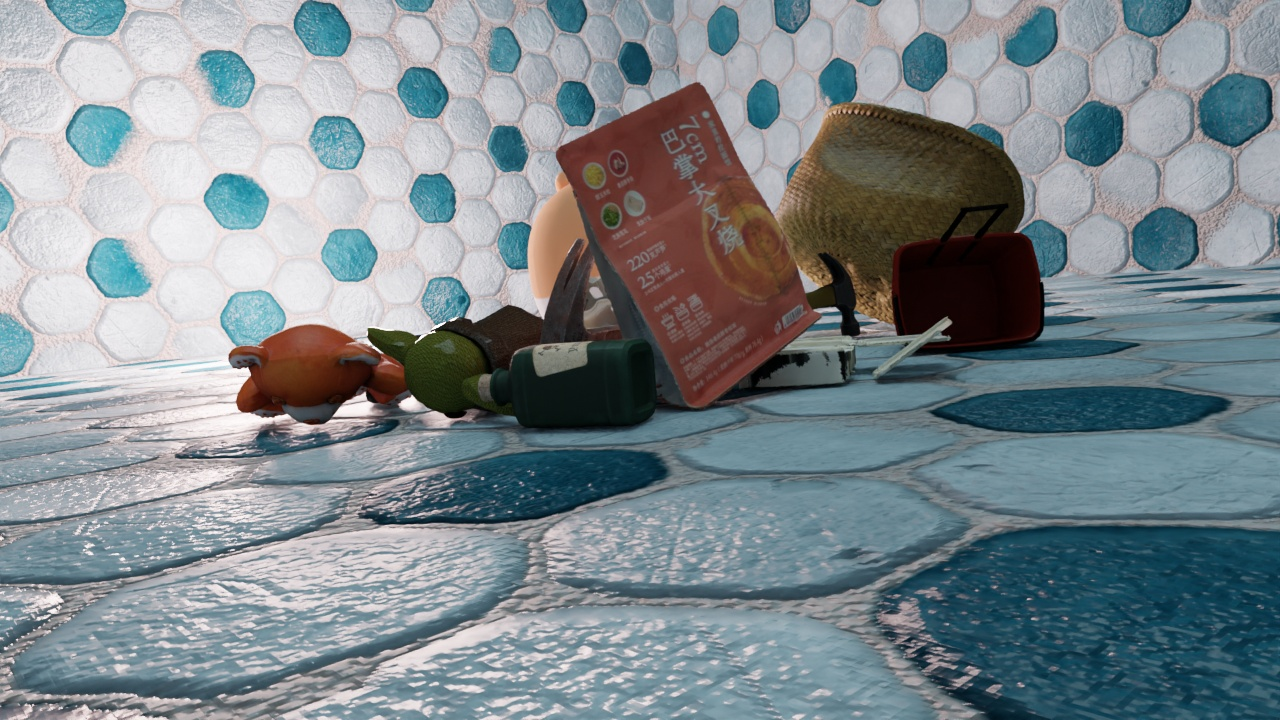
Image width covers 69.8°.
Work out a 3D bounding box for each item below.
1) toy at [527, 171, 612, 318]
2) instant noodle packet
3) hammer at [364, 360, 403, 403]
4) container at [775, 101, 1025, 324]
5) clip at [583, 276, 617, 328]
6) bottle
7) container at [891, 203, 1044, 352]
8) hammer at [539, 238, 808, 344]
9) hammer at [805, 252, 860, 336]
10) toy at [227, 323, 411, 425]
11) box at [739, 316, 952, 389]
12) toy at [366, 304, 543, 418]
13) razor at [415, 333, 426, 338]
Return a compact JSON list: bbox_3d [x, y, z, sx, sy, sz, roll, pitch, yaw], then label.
[{"bbox_3d":[-0.033,-0.148,1.318,0.265,0.281,0.263,-29,14,-22],"label":"toy"},{"bbox_3d":[0.037,-0.094,0.733,0.164,0.221,0.084,-34,21,-30],"label":"instant noodle packet"},{"bbox_3d":[-0.302,0.019,1.094,0.130,0.032,0.319,-6,6,-13],"label":"hammer"},{"bbox_3d":[0.343,-0.183,1.258,0.307,0.196,0.307,31,-9,5],"label":"container"},{"bbox_3d":[-0.065,-0.046,1.110,0.152,0.095,0.126,-9,-30,17],"label":"clip"},{"bbox_3d":[-0.059,0.018,0.681,0.131,0.061,0.061,-3,4,21],"label":"bottle"},{"bbox_3d":[0.334,-0.074,0.943,0.148,0.127,0.201,-5,-5,6],"label":"container"},{"bbox_3d":[0.045,-0.044,0.822,0.313,0.138,0.035,-10,21,-41],"label":"hammer"},{"bbox_3d":[0.152,-0.057,1.132,0.332,0.118,0.025,-16,8,-36],"label":"hammer"},{"bbox_3d":[-0.294,0.016,0.846,0.163,0.093,0.172,-3,-8,-7],"label":"toy"},{"bbox_3d":[0.184,-0.010,0.824,0.184,0.050,0.143,-5,5,15],"label":"box"},{"bbox_3d":[-0.138,0.004,0.807,0.179,0.078,0.152,25,25,29],"label":"toy"},{"bbox_3d":[-0.230,0.007,0.943,0.042,0.022,0.144,-8,-20,-13],"label":"razor"}]
